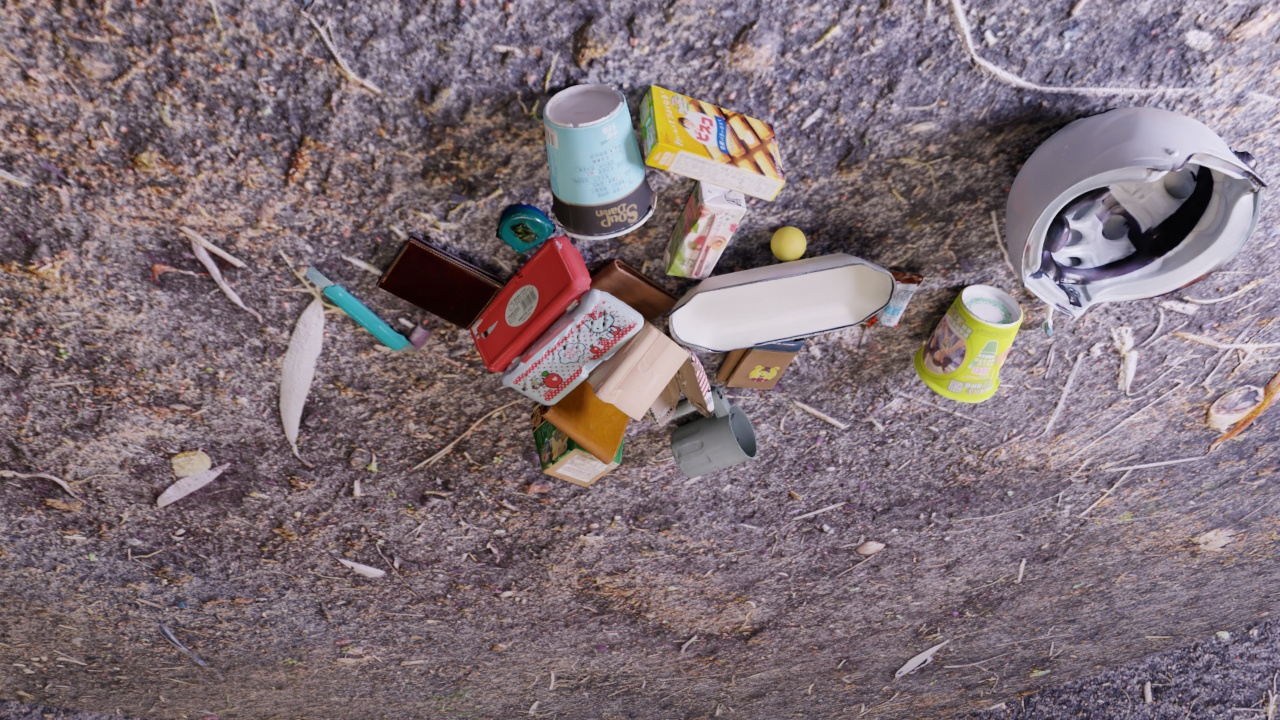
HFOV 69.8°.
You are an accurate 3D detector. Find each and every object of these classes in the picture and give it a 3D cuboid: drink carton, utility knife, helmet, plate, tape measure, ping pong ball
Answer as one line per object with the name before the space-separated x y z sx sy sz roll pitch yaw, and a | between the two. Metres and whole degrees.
drink carton | 0.070 -0.142 1.021 0.053 0.045 0.123 7 142 -17
utility knife | -0.339 -0.059 1.113 0.029 0.013 0.185 -22 141 16
helmet | 0.493 -0.167 0.953 0.258 0.145 0.230 6 144 -27
plate | 0.163 -0.071 1.083 0.266 0.034 0.162 -11 154 7
tape measure | -0.129 -0.145 1.012 0.058 0.025 0.054 -27 139 25
ping pong ball | 0.169 -0.133 1.048 0.040 0.040 0.040 -3 143 -2

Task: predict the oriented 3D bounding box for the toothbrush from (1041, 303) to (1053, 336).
toothbrush | 0.513 -0.101 1.139 0.027 0.026 0.221 -5 144 16

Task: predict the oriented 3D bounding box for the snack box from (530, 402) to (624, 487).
snack box | -0.083 0.110 1.289 0.117 0.105 0.118 24 136 -33

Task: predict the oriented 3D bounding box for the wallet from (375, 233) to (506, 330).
wallet | -0.233 -0.089 1.069 0.122 0.020 0.097 27 131 -25

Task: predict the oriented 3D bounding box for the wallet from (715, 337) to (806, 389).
wallet | 0.159 -0.003 1.230 0.090 0.033 0.116 5 145 -15

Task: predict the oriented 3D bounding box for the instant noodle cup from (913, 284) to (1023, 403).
instant noodle cup | 0.424 -0.027 1.170 0.111 0.111 0.124 2 136 -9

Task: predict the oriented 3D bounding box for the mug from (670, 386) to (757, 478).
mug | 0.096 0.104 1.335 0.104 0.083 0.124 -24 112 25

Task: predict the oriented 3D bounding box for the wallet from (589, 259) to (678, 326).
wallet | -0.025 -0.072 1.127 0.115 0.020 0.101 26 135 -38

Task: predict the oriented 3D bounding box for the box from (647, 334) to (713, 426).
box | 0.041 0.035 1.227 0.086 0.075 0.162 -37 144 -9

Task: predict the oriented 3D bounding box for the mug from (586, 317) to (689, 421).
mug | -0.007 0.006 1.103 0.103 0.084 0.124 -52 167 3

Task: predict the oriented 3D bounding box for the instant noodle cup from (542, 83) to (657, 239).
instant noodle cup | -0.044 -0.199 0.894 0.111 0.111 0.121 -7 134 3

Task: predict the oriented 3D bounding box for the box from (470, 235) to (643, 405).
box | -0.107 -0.037 1.078 0.157 0.069 0.202 47 127 -4

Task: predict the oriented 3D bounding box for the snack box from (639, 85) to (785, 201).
snack box | 0.070 -0.211 0.895 0.140 0.086 0.034 11 141 -19

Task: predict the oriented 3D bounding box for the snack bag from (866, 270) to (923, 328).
snack bag | 0.319 -0.073 1.155 0.045 0.026 0.105 8 141 -2

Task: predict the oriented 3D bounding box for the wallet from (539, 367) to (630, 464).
wallet | -0.064 0.055 1.216 0.035 0.118 0.130 -12 138 42
